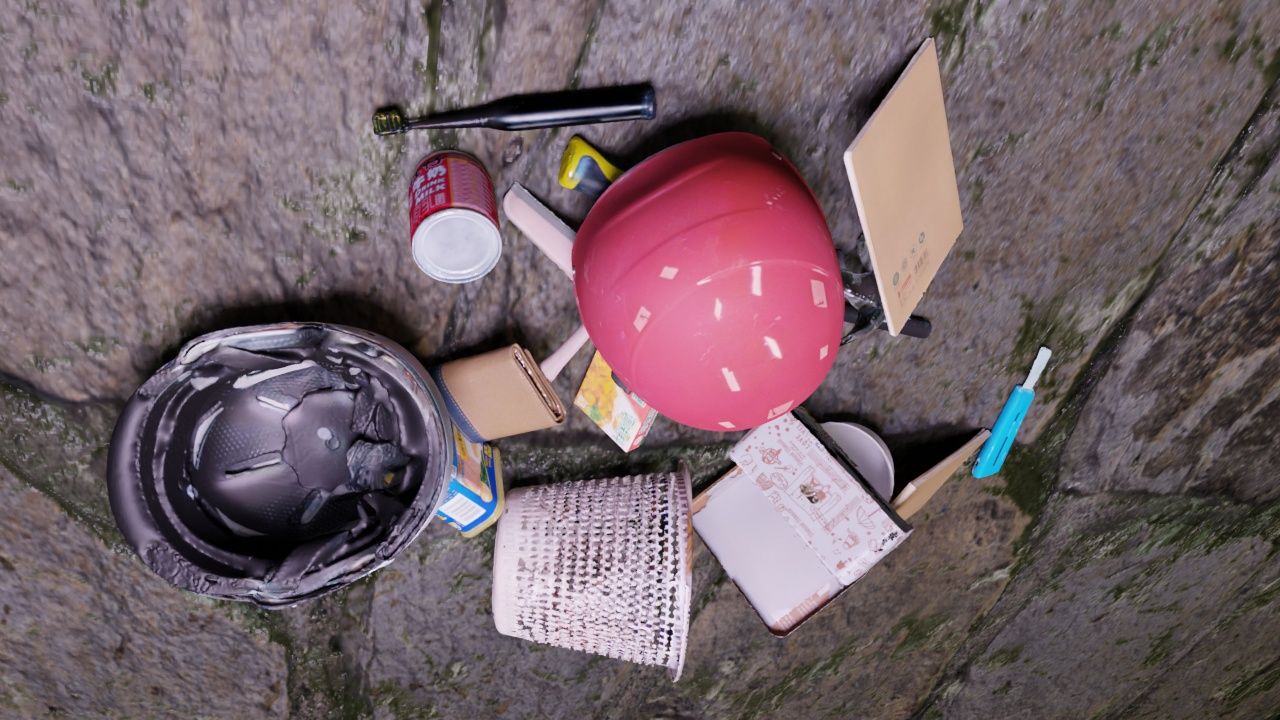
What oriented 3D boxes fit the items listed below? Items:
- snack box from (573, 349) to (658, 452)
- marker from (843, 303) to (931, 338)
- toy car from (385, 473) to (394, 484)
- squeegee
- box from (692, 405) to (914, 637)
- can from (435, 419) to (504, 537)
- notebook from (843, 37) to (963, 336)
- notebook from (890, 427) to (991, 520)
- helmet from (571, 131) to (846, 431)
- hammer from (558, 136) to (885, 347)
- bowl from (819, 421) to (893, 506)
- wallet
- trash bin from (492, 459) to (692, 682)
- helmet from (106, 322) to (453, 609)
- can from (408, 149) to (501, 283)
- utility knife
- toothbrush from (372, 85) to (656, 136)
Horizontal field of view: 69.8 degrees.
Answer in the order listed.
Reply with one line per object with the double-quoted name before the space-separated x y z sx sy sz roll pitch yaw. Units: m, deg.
"snack box" -0.005 0.005 0.858 0.026 0.077 0.156 -23 147 -47
"marker" 0.235 -0.041 0.922 0.132 0.020 0.022 9 145 -22
"toy car" -0.248 0.118 0.918 0.070 0.042 0.158 -32 134 14
"squeegee" -0.084 0.008 0.831 0.247 0.040 0.250 39 130 -10
"box" 0.145 0.169 0.948 0.194 0.183 0.156 -44 160 9
"can" -0.182 0.106 0.884 0.057 0.102 0.083 -35 129 16
"notebook" 0.229 -0.140 0.777 0.147 0.008 0.208 -53 138 -23
"notebook" 0.316 0.158 1.058 0.210 0.012 0.150 -18 146 -47
"helmet" 0.061 -0.034 0.687 0.207 0.143 0.240 -28 115 8
"hammer" 0.082 -0.103 0.775 0.323 0.126 0.032 19 151 -22
"bowl" 0.236 0.114 1.023 0.064 0.118 0.119 -25 150 -50
"wallet" -0.132 0.031 0.830 0.115 0.033 0.090 -14 117 38
"trash bin" -0.050 0.213 0.959 0.192 0.227 0.228 3 131 -2
"helmet" -0.281 0.077 0.779 0.274 0.156 0.230 -17 91 9
"can" -0.143 -0.112 0.700 0.066 0.093 0.067 -8 133 -9
"utility knife" 0.437 0.063 1.075 0.034 0.018 0.205 -3 131 -12
"toothbrush" -0.094 -0.187 0.693 0.212 0.026 0.027 -7 145 -9
